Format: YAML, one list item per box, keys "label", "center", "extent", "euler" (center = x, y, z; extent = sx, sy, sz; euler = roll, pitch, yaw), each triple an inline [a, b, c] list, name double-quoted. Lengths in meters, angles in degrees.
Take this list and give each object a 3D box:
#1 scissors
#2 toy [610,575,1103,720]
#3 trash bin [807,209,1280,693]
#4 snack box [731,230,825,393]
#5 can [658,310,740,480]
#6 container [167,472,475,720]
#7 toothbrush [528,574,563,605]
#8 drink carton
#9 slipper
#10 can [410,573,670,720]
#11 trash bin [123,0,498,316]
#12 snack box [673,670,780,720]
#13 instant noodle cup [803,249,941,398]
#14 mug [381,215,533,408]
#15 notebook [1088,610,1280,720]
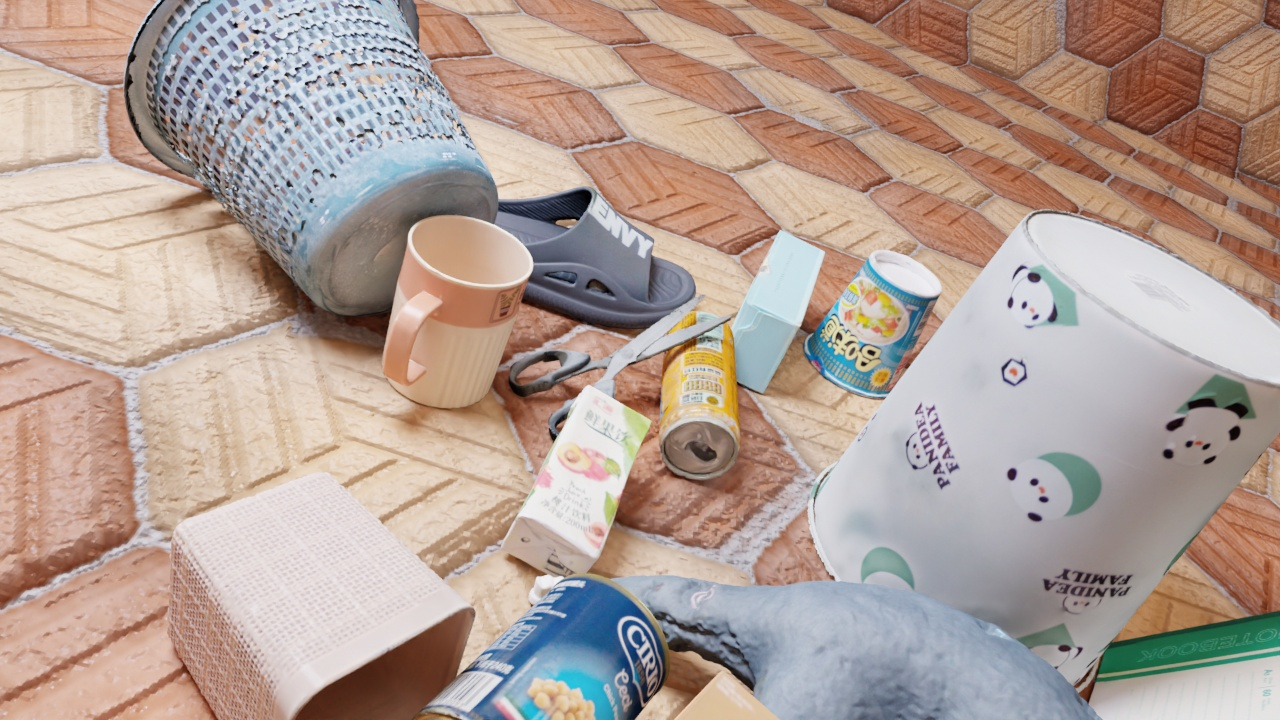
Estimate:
- label: "scissors"
  center: [-0.017, -0.003, 0.676]
  extent: [0.163, 0.014, 0.164]
  euler: [9, 52, 9]
- label: "toy"
  center: [0.135, 0.178, 0.447]
  extent: [0.357, 0.092, 0.137]
  euler: [26, 43, 29]
- label: "trash bin"
  center: [0.270, 0.055, 0.610]
  extent: [0.229, 0.253, 0.229]
  euler: [16, 33, -11]
- label: "snack box"
  center: [0.118, -0.048, 0.825]
  extent: [0.051, 0.074, 0.174]
  euler: [27, 33, 4]
- label: "can"
  center: [0.044, 0.022, 0.694]
  extent: [0.058, 0.058, 0.145]
  euler: [18, 33, -9]
- label: "container"
  center: [-0.149, 0.120, 0.414]
  extent: [0.111, 0.090, 0.090]
  euler: [37, 36, 26]
- label: "toothbrush"
  center: [0.022, 0.145, 0.546]
  extent: [0.180, 0.016, 0.016]
  euler: [11, 27, -19]
- label: "drink carton"
  center: [-0.038, 0.076, 0.571]
  extent: [0.053, 0.046, 0.122]
  euler: [29, 40, -4]
- label: "slipper"
  center: [-0.071, -0.101, 0.778]
  extent: [0.268, 0.083, 0.110]
  euler: [13, 36, -13]
- label: "can"
  center: [-0.045, 0.161, 0.427]
  extent: [0.075, 0.075, 0.110]
  euler: [34, 35, 16]
- label: "trash bin"
  center: [-0.215, -0.147, 0.661]
  extent: [0.225, 0.227, 0.195]
  euler: [-19, 65, -46]
- label: "snack box"
  center: [0.034, 0.209, 0.390]
  extent: [0.093, 0.095, 0.076]
  euler: [37, 36, 20]
- label: "instant noodle cup"
  center: [0.217, -0.037, 0.838]
  extent: [0.099, 0.110, 0.099]
  euler: [17, 34, -12]
- label: "mug"
  center: [-0.131, -0.025, 0.608]
  extent: [0.081, 0.106, 0.114]
  euler: [27, 33, 5]
- label: "notebook"
  center: [0.370, 0.190, 0.544]
  extent: [0.150, 0.210, 0.012]
  euler: [-28, 90, -51]
